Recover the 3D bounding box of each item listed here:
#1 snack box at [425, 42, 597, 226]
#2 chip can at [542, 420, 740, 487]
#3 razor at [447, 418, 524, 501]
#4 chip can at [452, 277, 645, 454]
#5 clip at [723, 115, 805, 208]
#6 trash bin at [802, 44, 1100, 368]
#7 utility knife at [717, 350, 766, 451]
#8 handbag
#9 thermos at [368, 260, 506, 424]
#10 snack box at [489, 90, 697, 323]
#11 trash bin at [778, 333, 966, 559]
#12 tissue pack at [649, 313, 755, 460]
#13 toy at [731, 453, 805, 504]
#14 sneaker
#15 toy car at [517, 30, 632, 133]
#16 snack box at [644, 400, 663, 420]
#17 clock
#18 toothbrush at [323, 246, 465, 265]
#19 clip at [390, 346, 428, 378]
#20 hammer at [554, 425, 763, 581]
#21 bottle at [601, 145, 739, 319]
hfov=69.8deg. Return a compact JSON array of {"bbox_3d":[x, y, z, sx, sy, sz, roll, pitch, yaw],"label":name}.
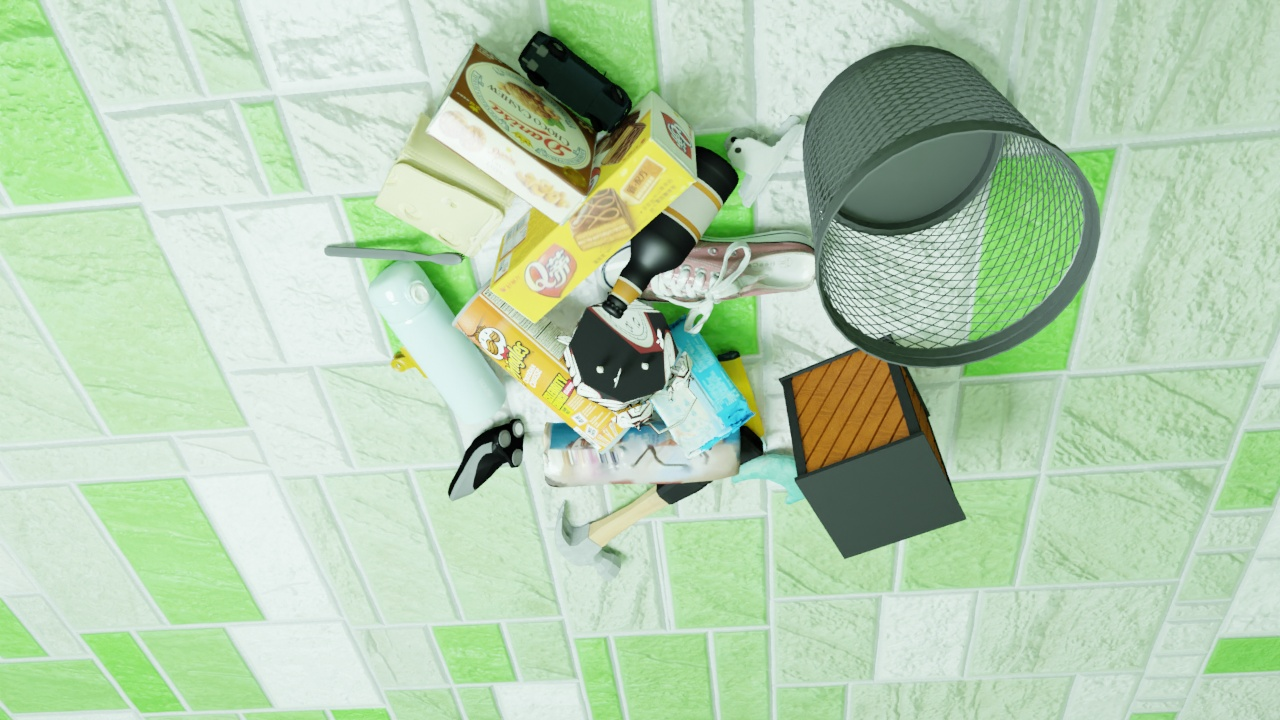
[{"bbox_3d":[-0.111,-0.207,0.832,0.143,0.146,0.041,33,121,-21],"label":"snack box"},{"bbox_3d":[0.002,0.107,1.071,0.229,0.079,0.080,-2,128,4],"label":"chip can"},{"bbox_3d":[-0.201,0.130,1.158,0.157,0.057,0.060,-36,91,35],"label":"razor"},{"bbox_3d":[-0.099,0.004,1.000,0.215,0.075,0.075,42,120,-5],"label":"chip can"},{"bbox_3d":[0.111,-0.209,0.912,0.058,0.050,0.102,28,123,-10],"label":"clip"},{"bbox_3d":[0.251,-0.149,0.815,0.218,0.226,0.218,1,128,1],"label":"trash bin"},{"bbox_3d":[0.125,0.055,1.110,0.030,0.017,0.179,-10,127,15],"label":"utility knife"},{"bbox_3d":[-0.190,-0.167,0.909,0.119,0.081,0.111,25,138,-20],"label":"handbag"},{"bbox_3d":[-0.227,-0.020,1.031,0.078,0.065,0.207,13,142,45],"label":"thermos"},{"bbox_3d":[-0.048,-0.147,0.900,0.061,0.109,0.231,38,120,-25],"label":"snack box"},{"bbox_3d":[0.258,0.096,1.040,0.140,0.171,0.140,-23,124,18],"label":"trash bin"},{"bbox_3d":[0.051,0.031,1.018,0.093,0.144,0.062,-33,166,-3],"label":"tissue pack"},{"bbox_3d":[0.176,0.148,1.173,0.105,0.033,0.085,23,136,-16],"label":"toy"},{"bbox_3d":[0.069,-0.086,0.956,0.241,0.087,0.118,-2,128,5],"label":"sneaker"},{"bbox_3d":[-0.061,-0.260,0.860,0.112,0.034,0.046,33,120,-18],"label":"toy car"},{"bbox_3d":[0.001,0.073,1.117,0.087,0.034,0.152,36,121,-23],"label":"snack box"},{"bbox_3d":[-0.006,0.006,0.948,0.154,0.114,0.065,47,160,2],"label":"clock"},{"bbox_3d":[-0.263,-0.112,0.973,0.167,0.013,0.013,5,112,16],"label":"toothbrush"},{"bbox_3d":[-0.269,-0.004,1.078,0.049,0.044,0.054,13,146,49],"label":"clip"},{"bbox_3d":[0.020,0.180,1.191,0.329,0.039,0.131,-36,117,28],"label":"hammer"},{"bbox_3d":[0.022,-0.119,0.890,0.059,0.059,0.181,38,84,-24],"label":"bottle"}]
